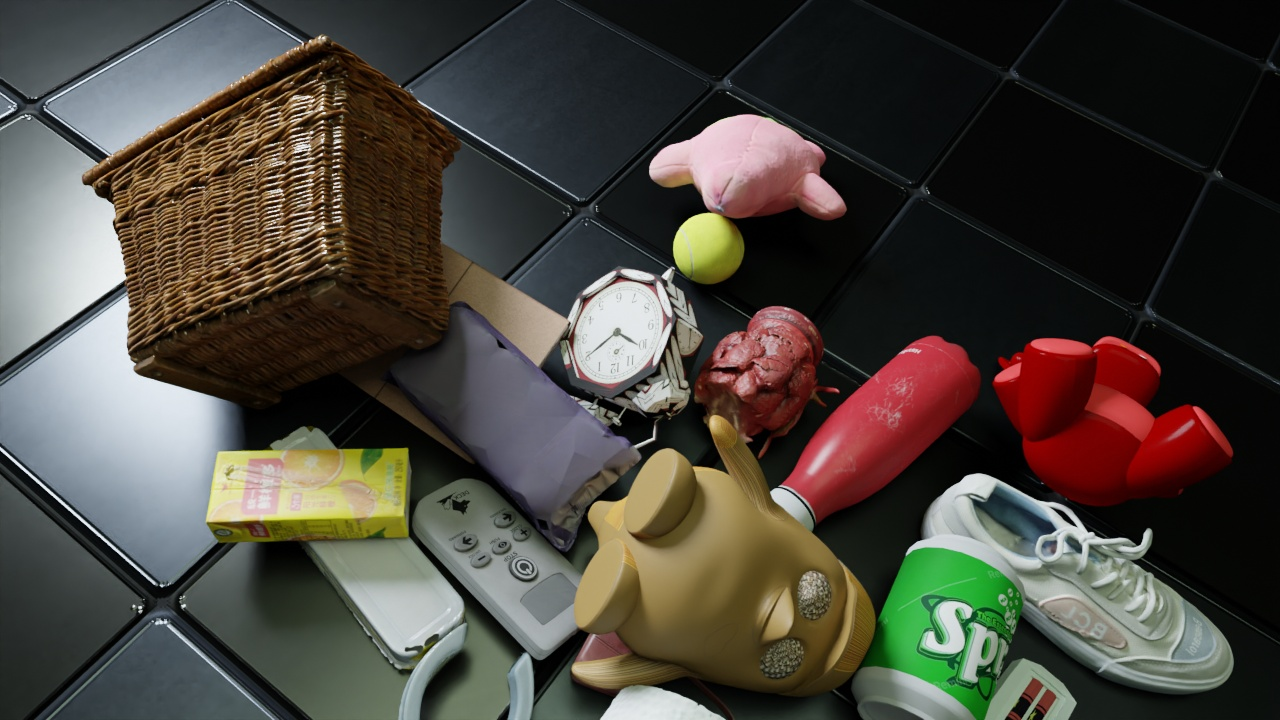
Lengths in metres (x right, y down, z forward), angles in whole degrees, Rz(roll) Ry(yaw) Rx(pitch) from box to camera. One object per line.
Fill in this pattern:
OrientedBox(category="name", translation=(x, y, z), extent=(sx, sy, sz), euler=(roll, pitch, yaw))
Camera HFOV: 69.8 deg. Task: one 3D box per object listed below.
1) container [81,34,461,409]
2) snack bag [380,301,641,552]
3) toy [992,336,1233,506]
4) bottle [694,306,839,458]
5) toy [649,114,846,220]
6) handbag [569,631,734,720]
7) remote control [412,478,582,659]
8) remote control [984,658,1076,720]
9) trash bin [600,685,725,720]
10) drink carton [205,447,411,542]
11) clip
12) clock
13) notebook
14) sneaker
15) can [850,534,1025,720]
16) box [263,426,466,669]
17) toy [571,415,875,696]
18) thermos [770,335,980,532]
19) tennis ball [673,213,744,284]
OrientedBox(category="container", translation=(-0.270, -0.085, 0.699), extent=(0.250, 0.162, 0.183), euler=(-21, 66, 20))
OrientedBox(category="snack bag", translation=(-0.103, 0.044, 0.710), extent=(0.205, 0.058, 0.096), euler=(40, 82, 16))
OrientedBox(category="toy", translation=(0.364, 0.042, 0.737), extent=(0.158, 0.121, 0.196), euler=(30, 16, 15))
OrientedBox(category="bottle", translation=(0.105, 0.018, 0.767), extent=(0.099, 0.099, 0.110), euler=(32, 49, 14))
OrientedBox(category="toy", translation=(0.102, -0.175, 0.862), extent=(0.192, 0.097, 0.236), euler=(16, 27, 11))
OrientedBox(category="handbag", translation=(0.013, 0.230, 0.653), extent=(0.119, 0.029, 0.055), euler=(28, 56, 6))
OrientedBox(category="remote control", translation=(-0.100, 0.146, 0.678), extent=(0.151, 0.019, 0.074), euler=(40, 36, 19))
OrientedBox(category="remote control", translation=(0.256, 0.274, 0.649), extent=(0.049, 0.024, 0.143), euler=(40, 62, 19))
OrientedBox(category="trash bin", translation=(-0.003, 0.295, 0.549), extent=(0.133, 0.134, 0.160), euler=(26, 53, 10))
OrientedBox(category="drink carton", translation=(-0.236, 0.097, 0.662), extent=(0.134, 0.043, 0.058), euler=(0, 56, -9))
OrientedBox(category="clip", translation=(-0.107, 0.270, 0.605), extent=(0.127, 0.028, 0.166), euler=(25, 60, -11))
OrientedBox(category="clock", translation=(-0.005, 0.004, 0.757), extent=(0.115, 0.065, 0.154), euler=(-10, 67, 32))
OrientedBox(category="notebook", translation=(-0.183, -0.027, 0.775), extent=(0.209, 0.008, 0.141), euler=(32, 81, 14))
OrientedBox(category="sneaker", translation=(0.337, 0.165, 0.692), extent=(0.242, 0.091, 0.089), euler=(30, 58, 12))
OrientedBox(category="can", translation=(0.213, 0.201, 0.655), extent=(0.088, 0.088, 0.139), euler=(28, 58, 12))
OrientedBox(category="box", translation=(-0.212, 0.134, 0.683), extent=(0.064, 0.033, 0.209), euler=(-35, 68, -28))
OrientedBox(category="toy", translation=(0.069, 0.160, 0.625), extent=(0.203, 0.162, 0.198), euler=(29, 89, -15))
OrientedBox(category="thermos", translation=(0.181, 0.069, 0.746), extent=(0.239, 0.073, 0.073), euler=(-36, 67, -25))
OrientedBox(category="tennis ball", translation=(0.063, -0.103, 0.850), extent=(0.065, 0.065, 0.065), euler=(3, 57, -5))
